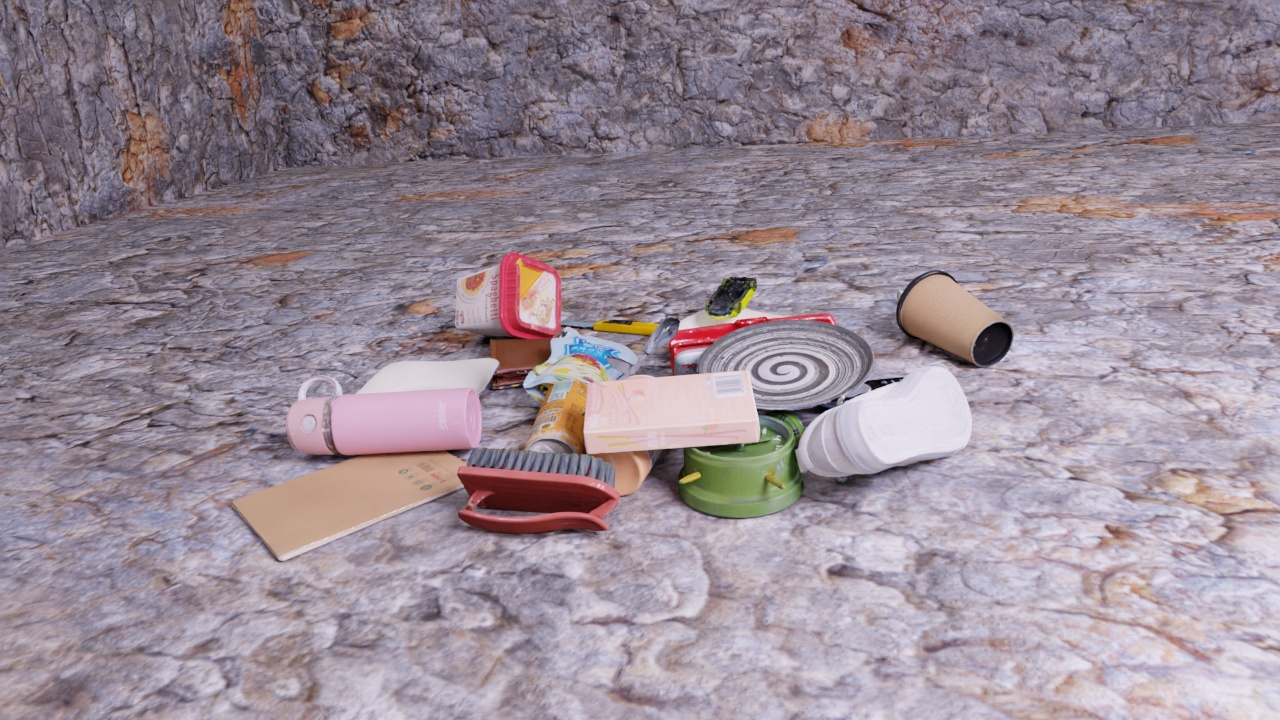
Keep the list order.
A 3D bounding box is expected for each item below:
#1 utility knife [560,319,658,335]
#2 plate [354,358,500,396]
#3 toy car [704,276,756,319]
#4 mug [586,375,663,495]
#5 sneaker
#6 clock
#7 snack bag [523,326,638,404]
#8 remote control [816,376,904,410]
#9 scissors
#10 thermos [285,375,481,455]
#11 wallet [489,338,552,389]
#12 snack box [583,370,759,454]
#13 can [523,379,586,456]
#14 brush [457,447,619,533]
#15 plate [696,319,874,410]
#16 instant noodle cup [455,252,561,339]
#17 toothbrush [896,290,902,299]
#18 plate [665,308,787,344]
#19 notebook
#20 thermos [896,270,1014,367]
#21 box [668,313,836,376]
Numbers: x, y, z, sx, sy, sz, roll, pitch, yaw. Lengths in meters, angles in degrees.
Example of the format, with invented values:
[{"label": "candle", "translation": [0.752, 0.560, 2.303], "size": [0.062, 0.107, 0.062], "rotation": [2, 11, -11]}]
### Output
[{"label": "utility knife", "translation": [-0.029, -0.049, 1.313], "size": [0.224, 0.015, 0.033], "rotation": [5, 21, 27]}, {"label": "plate", "translation": [-0.257, 0.043, 1.095], "size": [0.164, 0.034, 0.163], "rotation": [-3, 22, 13]}, {"label": "toy car", "translation": [0.124, -0.081, 1.244], "size": [0.048, 0.032, 0.105], "rotation": [6, 34, 27]}, {"label": "mug", "translation": [-0.009, 0.076, 0.904], "size": [0.078, 0.078, 0.122], "rotation": [1, 27, 16]}, {"label": "sneaker", "translation": [0.231, 0.066, 0.868], "size": [0.091, 0.089, 0.241], "rotation": [-29, -12, 41]}, {"label": "clock", "translation": [0.096, 0.087, 0.866], "size": [0.116, 0.056, 0.161], "rotation": [1, 21, 14]}, {"label": "snack bag", "translation": [-0.068, 0.010, 1.112], "size": [0.110, 0.039, 0.190], "rotation": [13, 25, 6]}, {"label": "remote control", "translation": [0.249, 0.039, 1.000], "size": [0.136, 0.024, 0.053], "rotation": [-6, 22, 1]}, {"label": "scissors", "translation": [-0.006, 0.009, 0.991], "size": [0.014, 0.181, 0.159], "rotation": [30, 77, 18]}, {"label": "thermos", "translation": [-0.273, 0.056, 0.979], "size": [0.199, 0.087, 0.067], "rotation": [-2, -11, 7]}, {"label": "wallet", "translation": [-0.146, -0.001, 1.197], "size": [0.101, 0.032, 0.124], "rotation": [-5, 21, -8]}, {"label": "snack box", "translation": [0.027, 0.047, 0.850], "size": [0.157, 0.026, 0.084], "rotation": [-5, 31, 3]}, {"label": "can", "translation": [-0.082, 0.072, 0.947], "size": [0.058, 0.058, 0.145], "rotation": [-3, 21, 6]}, {"label": "brush", "translation": [-0.090, 0.122, 0.826], "size": [0.146, 0.063, 0.069], "rotation": [2, 52, 14]}, {"label": "plate", "translation": [0.147, 0.008, 0.940], "size": [0.179, 0.024, 0.179], "rotation": [-7, 30, 4]}, {"label": "instant noodle cup", "translation": [-0.190, -0.081, 1.292], "size": [0.124, 0.116, 0.116], "rotation": [-7, -12, 32]}, {"label": "toothbrush", "translation": [0.399, -0.059, 1.232], "size": [0.020, 0.029, 0.189], "rotation": [-48, 24, 6]}, {"label": "plate", "translation": [0.116, -0.030, 1.200], "size": [0.164, 0.034, 0.163], "rotation": [14, 28, 42]}, {"label": "notebook", "translation": [-0.282, 0.129, 0.916], "size": [0.207, 0.008, 0.148], "rotation": [-20, 25, -34]}, {"label": "thermos", "translation": [0.383, -0.049, 1.122], "size": [0.093, 0.093, 0.143], "rotation": [-13, 30, -19]}, {"label": "box", "translation": [0.136, -0.010, 1.047], "size": [0.201, 0.095, 0.101], "rotation": [-6, -15, -1]}]
